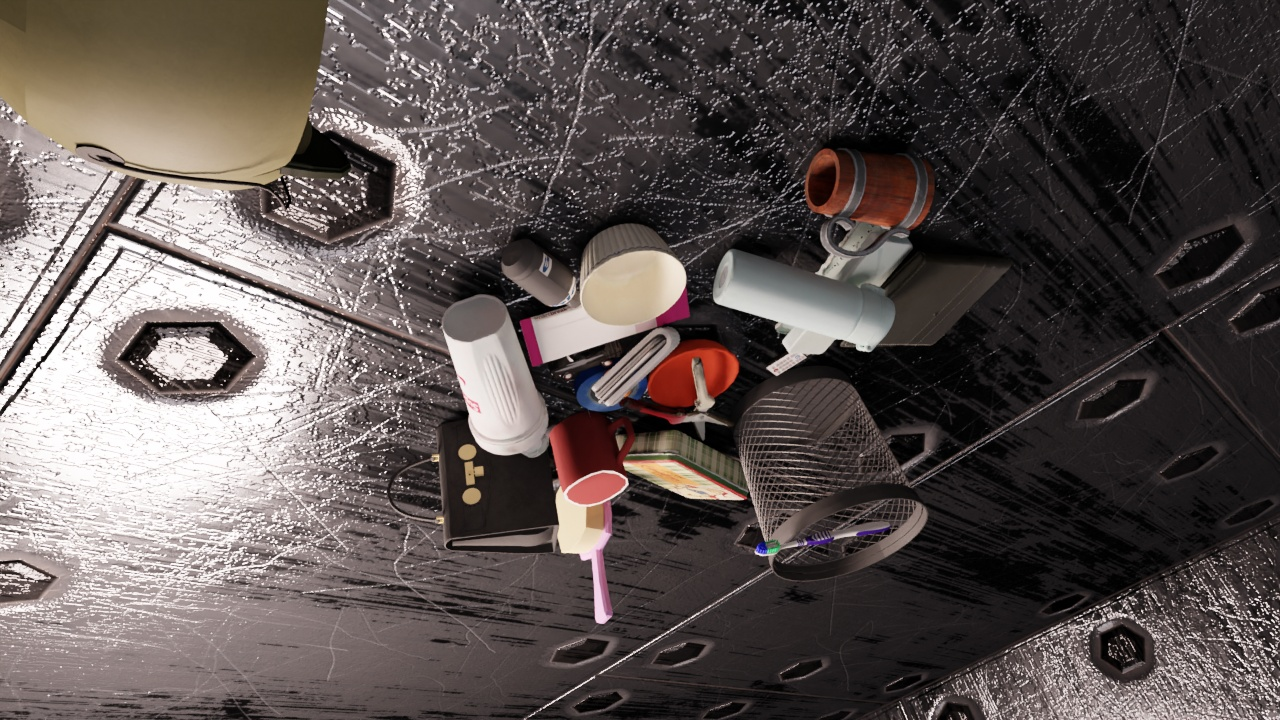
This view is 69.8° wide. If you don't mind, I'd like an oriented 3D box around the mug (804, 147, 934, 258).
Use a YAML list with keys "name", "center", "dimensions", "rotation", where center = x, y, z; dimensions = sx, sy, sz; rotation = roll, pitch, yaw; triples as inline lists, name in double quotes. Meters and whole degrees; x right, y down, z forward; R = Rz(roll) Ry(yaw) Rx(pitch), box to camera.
- name: "mug"
  center: [0.238, -0.164, 0.965]
  dimensions: [0.111, 0.117, 0.082]
  rotation: [3, 175, -21]

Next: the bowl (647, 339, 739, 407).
- name: "bowl"
  center: [0.064, 0.011, 1.181]
  dimensions: [0.122, 0.035, 0.122]
  rotation: [-11, 144, -9]

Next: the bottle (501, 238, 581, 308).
- name: "bottle"
  center: [-0.101, -0.087, 0.974]
  dimensions: [0.047, 0.047, 0.112]
  rotation: [-32, 142, 18]

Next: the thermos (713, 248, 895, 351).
- name: "thermos"
  center: [0.190, -0.070, 1.054]
  dimensions: [0.206, 0.078, 0.065]
  rotation: [15, 180, -11]

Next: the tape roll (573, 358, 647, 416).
- name: "tape roll"
  center: [-0.038, 0.032, 1.182]
  dimensions: [0.093, 0.016, 0.091]
  rotation: [-20, 144, 3]

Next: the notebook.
- name: "notebook"
  center: [0.361, -0.074, 1.169]
  dimensions: [0.208, 0.029, 0.170]
  rotation: [1, 141, -39]

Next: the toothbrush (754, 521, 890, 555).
- name: "toothbrush"
  center: [0.232, 0.223, 1.158]
  dimensions: [0.186, 0.015, 0.016]
  rotation: [-8, 138, -14]

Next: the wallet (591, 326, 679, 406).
- name: "wallet"
  center: [-0.006, 0.007, 1.080]
  dimensions: [0.118, 0.037, 0.115]
  rotation: [-43, 177, 8]

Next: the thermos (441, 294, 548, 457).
- name: "thermos"
  center: [-0.168, 0.023, 1.063]
  dimensions: [0.099, 0.099, 0.221]
  rotation: [-14, 139, -5]

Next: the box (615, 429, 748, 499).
- name: "box"
  center: [0.061, 0.155, 1.323]
  dimensions: [0.118, 0.050, 0.205]
  rotation: [-9, 153, 35]

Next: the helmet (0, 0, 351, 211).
- name: "helmet"
  center: [-0.270, -0.226, 0.527]
  dimensions: [0.232, 0.255, 0.251]
  rotation: [4, 138, -32]

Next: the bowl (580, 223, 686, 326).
- name: "bowl"
  center: [-0.014, -0.097, 0.983]
  dimensions: [0.115, 0.062, 0.115]
  rotation: [-11, 144, -9]

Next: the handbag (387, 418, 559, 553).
- name: "handbag"
  center: [-0.213, 0.153, 1.139]
  dimensions: [0.195, 0.175, 0.072]
  rotation: [-3, 142, -14]

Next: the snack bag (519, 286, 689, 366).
- name: "snack bag"
  center: [-0.038, -0.049, 1.060]
  dimensions: [0.196, 0.016, 0.070]
  rotation: [-18, 130, -8]

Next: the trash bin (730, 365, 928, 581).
- name: "trash bin"
  center: [0.249, 0.154, 1.283]
  dimensions: [0.217, 0.227, 0.218]
  rotation: [-11, 144, -9]

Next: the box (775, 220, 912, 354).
- name: "box"
  center: [0.249, -0.084, 1.125]
  dimensions: [0.083, 0.067, 0.200]
  rotation: [20, 131, -15]

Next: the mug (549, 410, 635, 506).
- name: "mug"
  center: [-0.057, 0.124, 1.227]
  dimensions: [0.117, 0.096, 0.080]
  rotation: [-32, 142, 18]

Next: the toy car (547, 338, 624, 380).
- name: "toy car"
  center: [-0.068, -0.010, 1.094]
  dimensions: [0.092, 0.040, 0.037]
  rotation: [-19, 143, 1]

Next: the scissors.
- name: "scissors"
  center: [0.061, 0.055, 1.193]
  dimensions: [0.198, 0.015, 0.180]
  rotation: [1, 140, -26]

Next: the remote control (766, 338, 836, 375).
- name: "remote control"
  center: [0.226, -0.019, 1.229]
  dimensions: [0.124, 0.011, 0.028]
  rotation: [-34, 141, 21]

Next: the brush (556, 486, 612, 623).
- name: "brush"
  center: [-0.075, 0.257, 1.286]
  dimensions: [0.043, 0.228, 0.089]
  rotation: [18, 132, -28]
